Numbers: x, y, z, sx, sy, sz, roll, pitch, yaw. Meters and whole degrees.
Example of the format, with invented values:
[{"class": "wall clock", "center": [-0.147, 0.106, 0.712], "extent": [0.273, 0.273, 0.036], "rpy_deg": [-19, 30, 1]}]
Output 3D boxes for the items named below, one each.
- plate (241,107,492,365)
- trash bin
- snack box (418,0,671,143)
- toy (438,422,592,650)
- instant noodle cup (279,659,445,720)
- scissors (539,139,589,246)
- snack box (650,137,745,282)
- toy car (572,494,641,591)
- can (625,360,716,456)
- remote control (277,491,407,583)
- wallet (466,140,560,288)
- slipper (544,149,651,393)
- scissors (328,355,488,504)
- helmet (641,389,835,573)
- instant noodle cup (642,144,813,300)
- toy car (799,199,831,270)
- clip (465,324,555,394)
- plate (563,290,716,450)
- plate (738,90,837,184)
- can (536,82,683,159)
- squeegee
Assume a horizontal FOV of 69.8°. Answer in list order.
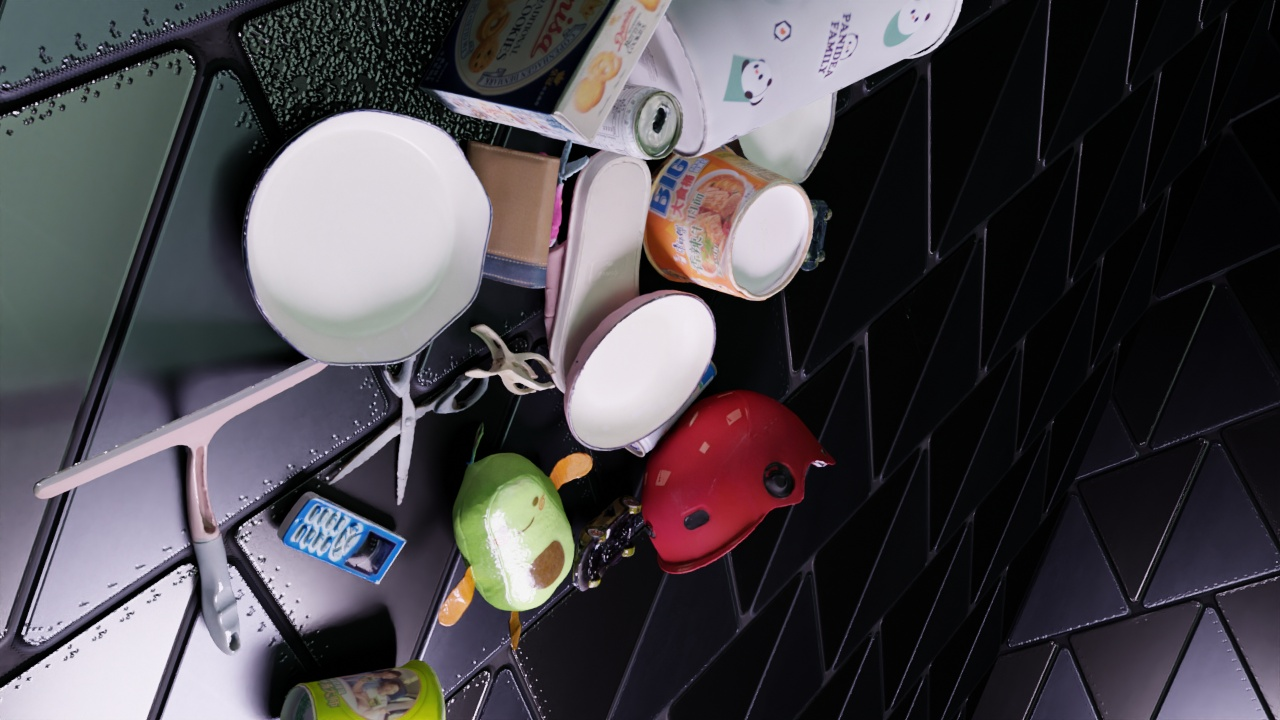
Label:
[{"class": "plate", "center": [-0.216, -0.097, 0.727], "extent": [0.204, 0.046, 0.205], "rpy_deg": [-19, 119, -37]}, {"class": "trash bin", "center": [0.108, -0.319, 0.807], "extent": [0.251, 0.229, 0.230], "rpy_deg": [-32, 132, -11]}, {"class": "snack box", "center": [-0.066, -0.265, 0.703], "extent": [0.045, 0.183, 0.178], "rpy_deg": [34, 83, -48]}, {"class": "toy", "center": [-0.124, 0.181, 0.935], "extent": [0.226, 0.090, 0.247], "rpy_deg": [-51, 143, -30]}, {"class": "instant noodle cup", "center": [-0.265, 0.340, 0.858], "extent": [0.123, 0.112, 0.112], "rpy_deg": [13, 99, -40]}, {"class": "scissors", "center": [-0.072, -0.166, 0.799], "extent": [0.017, 0.118, 0.134], "rpy_deg": [-1, 136, -25]}, {"class": "snack box", "center": [0.062, -0.167, 0.987], "extent": [0.125, 0.053, 0.113], "rpy_deg": [-47, 136, -21]}, {"class": "toy car", "center": [-0.041, 0.204, 1.046], "extent": [0.157, 0.042, 0.070], "rpy_deg": [-29, 131, -63]}, {"class": "can", "center": [0.027, 0.046, 1.055], "extent": [0.134, 0.053, 0.053], "rpy_deg": [-48, 137, -19]}, {"class": "remote control", "center": [-0.265, 0.159, 0.822], "extent": [0.049, 0.024, 0.125], "rpy_deg": [-56, 138, -10]}, {"class": "wallet", "center": [-0.117, -0.126, 0.795], "extent": [0.033, 0.090, 0.115], "rpy_deg": [-31, 133, -64]}, {"class": "slipper", "center": [-0.047, -0.082, 0.910], "extent": [0.114, 0.054, 0.275], "rpy_deg": [-20, 132, -35]}, {"class": "scissors", "center": [-0.213, 0.051, 0.833], "extent": [0.178, 0.014, 0.159], "rpy_deg": [-40, 133, -26]}, {"class": "helmet", "center": [0.086, 0.123, 1.061], "extent": [0.239, 0.208, 0.144], "rpy_deg": [-35, 96, -41]}, {"class": "instant noodle cup", "center": [0.093, -0.134, 0.920], "extent": [0.151, 0.111, 0.151], "rpy_deg": [-21, 125, -34]}, {"class": "toy car", "center": [0.216, -0.161, 1.171], "extent": [0.042, 0.034, 0.091], "rpy_deg": [-8, 113, -42]}, {"class": "clip", "center": [-0.126, 0.004, 0.881], "extent": [0.099, 0.035, 0.070], "rpy_deg": [26, 59, -46]}, {"class": "plate", "center": [-0.006, 0.006, 0.948], "extent": [0.192, 0.039, 0.193], "rpy_deg": [-28, 140, -27]}, {"class": "plate", "center": [0.136, -0.301, 1.015], "extent": [0.265, 0.034, 0.162], "rpy_deg": [32, 84, -49]}, {"class": "can", "center": [-0.034, -0.212, 0.790], "extent": [0.058, 0.147, 0.058], "rpy_deg": [-22, 123, -39]}, {"class": "squeegee", "center": [-0.338, 0.134, 0.721], "extent": [0.246, 0.040, 0.250], "rpy_deg": [-36, 140, -53]}]
